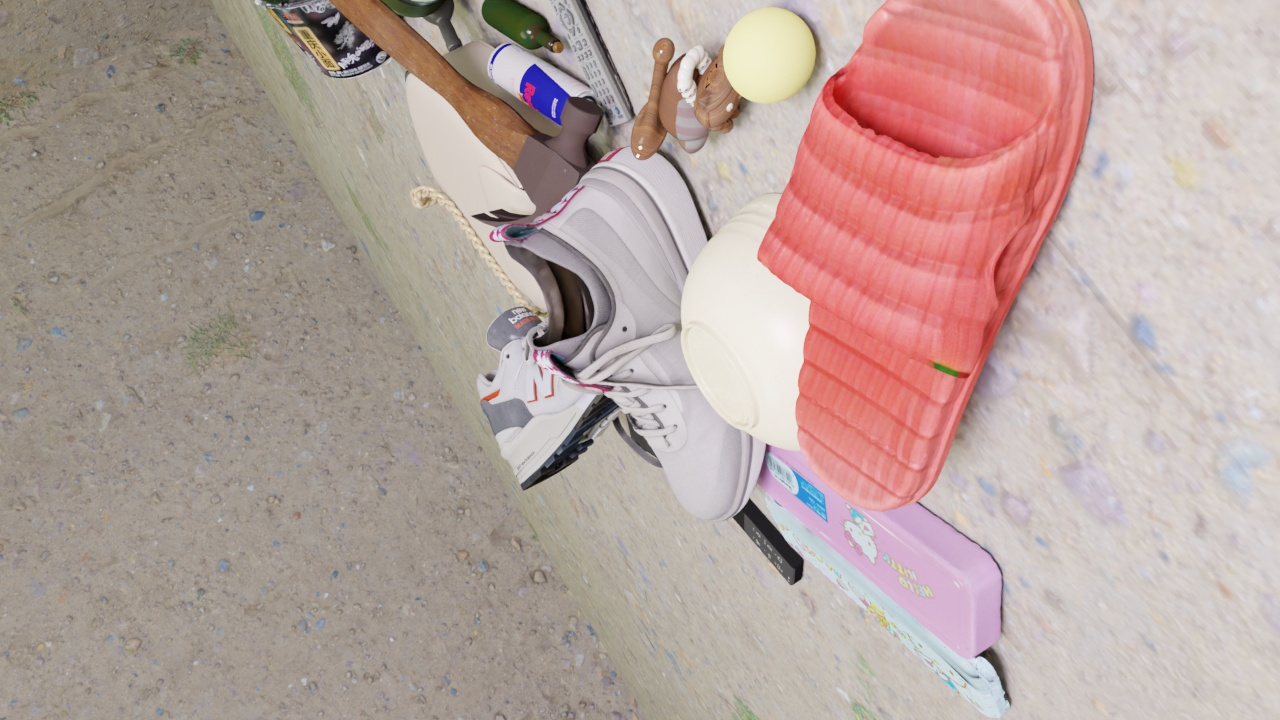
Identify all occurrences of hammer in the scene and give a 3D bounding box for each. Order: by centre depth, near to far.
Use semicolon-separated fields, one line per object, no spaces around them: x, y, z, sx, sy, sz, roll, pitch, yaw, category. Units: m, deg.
-0.156;-0.213;0.656;0.323;0.033;0.116;43;125;15;hammer

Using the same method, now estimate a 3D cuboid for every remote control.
-0.041;-0.216;0.589;0.136;0.013;0.033;65;163;-16;remote control
0.089;0.132;0.802;0.150;0.013;0.034;48;160;34;remote control

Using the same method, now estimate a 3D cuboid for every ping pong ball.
0.056;-0.133;0.400;0.040;0.040;0.040;52;162;24;ping pong ball

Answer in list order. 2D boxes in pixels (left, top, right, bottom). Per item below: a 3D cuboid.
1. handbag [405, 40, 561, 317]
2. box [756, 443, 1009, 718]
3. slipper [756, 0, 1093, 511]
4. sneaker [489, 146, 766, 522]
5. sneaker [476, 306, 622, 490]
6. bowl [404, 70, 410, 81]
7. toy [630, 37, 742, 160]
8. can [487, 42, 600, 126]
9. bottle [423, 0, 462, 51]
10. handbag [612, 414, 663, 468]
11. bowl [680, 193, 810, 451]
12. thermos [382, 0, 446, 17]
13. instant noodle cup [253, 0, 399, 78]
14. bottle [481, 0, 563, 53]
-0.120;-0.151;0.777;0.208;0.103;0.211;46;160;29;handbag
0.149;0.127;0.599;0.214;0.035;0.151;38;157;51;box
0.093;-0.030;0.362;0.103;0.059;0.249;41;142;36;slipper
-0.003;0.004;0.595;0.097;0.128;0.263;5;119;55;sneaker
-0.069;0.001;0.755;0.124;0.088;0.240;50;127;13;sneaker
-0.186;-0.243;0.912;0.114;0.045;0.114;52;162;24;bowl
0.025;-0.135;0.483;0.055;0.041;0.102;20;171;0;toy
-0.070;-0.195;0.653;0.095;0.032;0.032;38;155;30;can
-0.177;-0.310;0.775;0.113;0.030;0.030;65;165;8;bottle
0.014;0.043;0.804;0.079;0.054;0.129;33;144;47;handbag
0.071;-0.008;0.509;0.150;0.075;0.151;52;161;25;bowl
-0.154;-0.309;0.642;0.082;0.082;0.232;63;163;-10;thermos
-0.315;-0.368;0.948;0.137;0.137;0.112;50;170;30;instant noodle cup
-0.082;-0.237;0.654;0.106;0.025;0.025;44;158;42;bottle
